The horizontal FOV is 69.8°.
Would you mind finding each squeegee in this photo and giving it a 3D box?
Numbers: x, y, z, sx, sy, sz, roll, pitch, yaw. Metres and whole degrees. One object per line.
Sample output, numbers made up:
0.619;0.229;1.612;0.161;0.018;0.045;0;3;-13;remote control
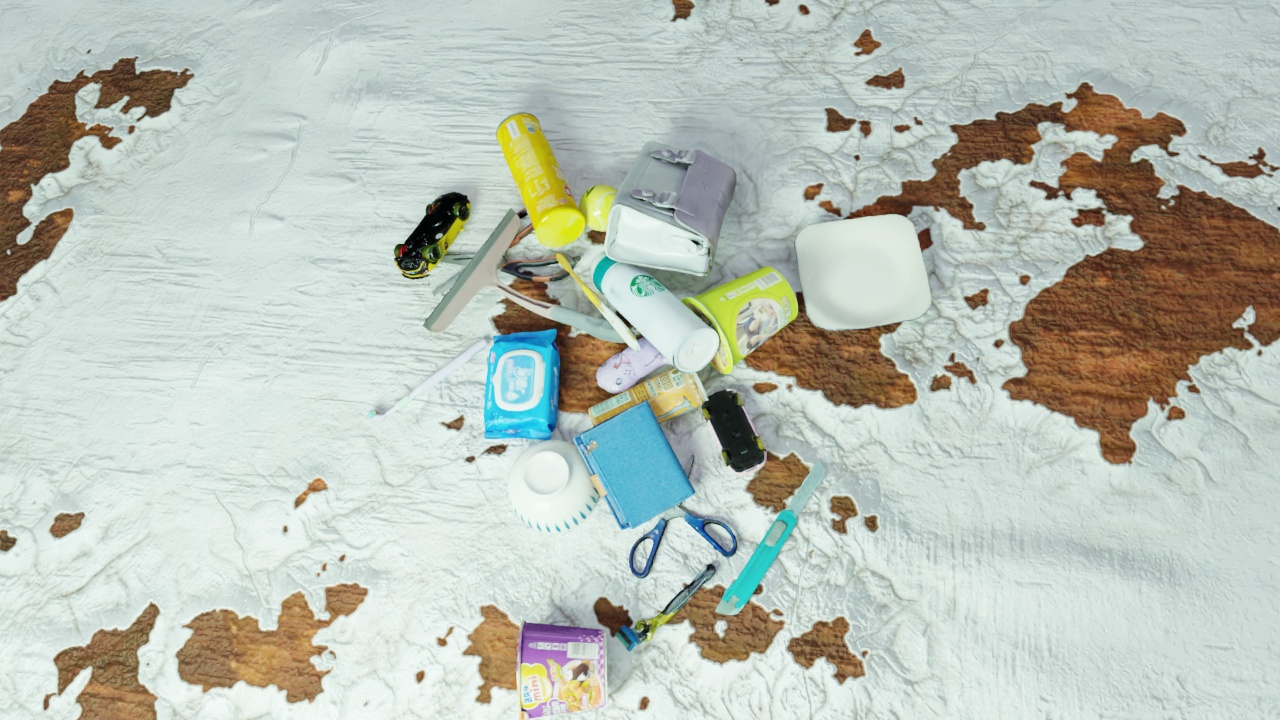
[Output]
-0.122;-0.072;1.238;0.249;0.040;0.246;23;52;7;squeegee

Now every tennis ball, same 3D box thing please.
-0.054;-0.215;1.293;0.065;0.065;0.065;-3;66;6;tennis ball

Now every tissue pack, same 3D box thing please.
-0.156;0.029;1.207;0.095;0.052;0.157;-2;66;7;tissue pack

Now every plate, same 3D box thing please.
0.293;-0.112;1.218;0.164;0.034;0.164;-7;65;5;plate

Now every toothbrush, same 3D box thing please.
-0.287;0.026;1.246;0.189;0.029;0.021;-36;107;-10;toothbrush
-0.055;-0.081;1.225;0.018;0.016;0.191;-22;60;-36;toothbrush

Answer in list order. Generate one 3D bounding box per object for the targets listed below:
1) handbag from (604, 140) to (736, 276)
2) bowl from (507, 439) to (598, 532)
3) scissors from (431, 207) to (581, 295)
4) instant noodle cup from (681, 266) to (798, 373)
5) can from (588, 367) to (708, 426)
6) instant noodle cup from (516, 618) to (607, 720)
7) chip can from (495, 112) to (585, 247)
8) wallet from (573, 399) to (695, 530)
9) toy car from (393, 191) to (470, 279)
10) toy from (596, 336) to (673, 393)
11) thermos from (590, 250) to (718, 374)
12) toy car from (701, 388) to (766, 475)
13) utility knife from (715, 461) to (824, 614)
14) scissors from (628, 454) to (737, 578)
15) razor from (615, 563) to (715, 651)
0.045;-0.207;1.226;0.145;0.099;0.196;17;42;3;handbag
-0.113;0.150;1.141;0.116;0.066;0.116;-3;66;6;bowl
-0.193;-0.149;1.312;0.189;0.015;0.226;36;76;20;scissors
0.133;-0.059;1.184;0.123;0.112;0.111;-30;66;-15;instant noodle cup
0.009;0.056;1.164;0.146;0.058;0.058;-25;66;1;can
-0.086;0.348;1.036;0.099;0.112;0.111;0;66;-3;instant noodle cup
-0.146;-0.260;1.309;0.072;0.072;0.213;-23;59;-3;chip can
-0.008;0.129;1.121;0.106;0.040;0.133;-28;89;-2;wallet
-0.294;-0.181;1.317;0.071;0.041;0.155;6;55;30;toy car
-0.007;0.007;1.202;0.108;0.039;0.084;-30;46;-7;toy
0.010;-0.073;1.184;0.073;0.073;0.224;-36;48;-9;thermos
0.118;0.091;1.154;0.056;0.037;0.122;-22;53;1;toy car
0.161;0.214;1.105;0.029;0.013;0.222;31;74;19;utility knife
0.039;0.197;1.131;0.173;0.012;0.162;38;76;23;scissors
0.036;0.291;1.086;0.142;0.022;0.043;-38;23;-13;razor
